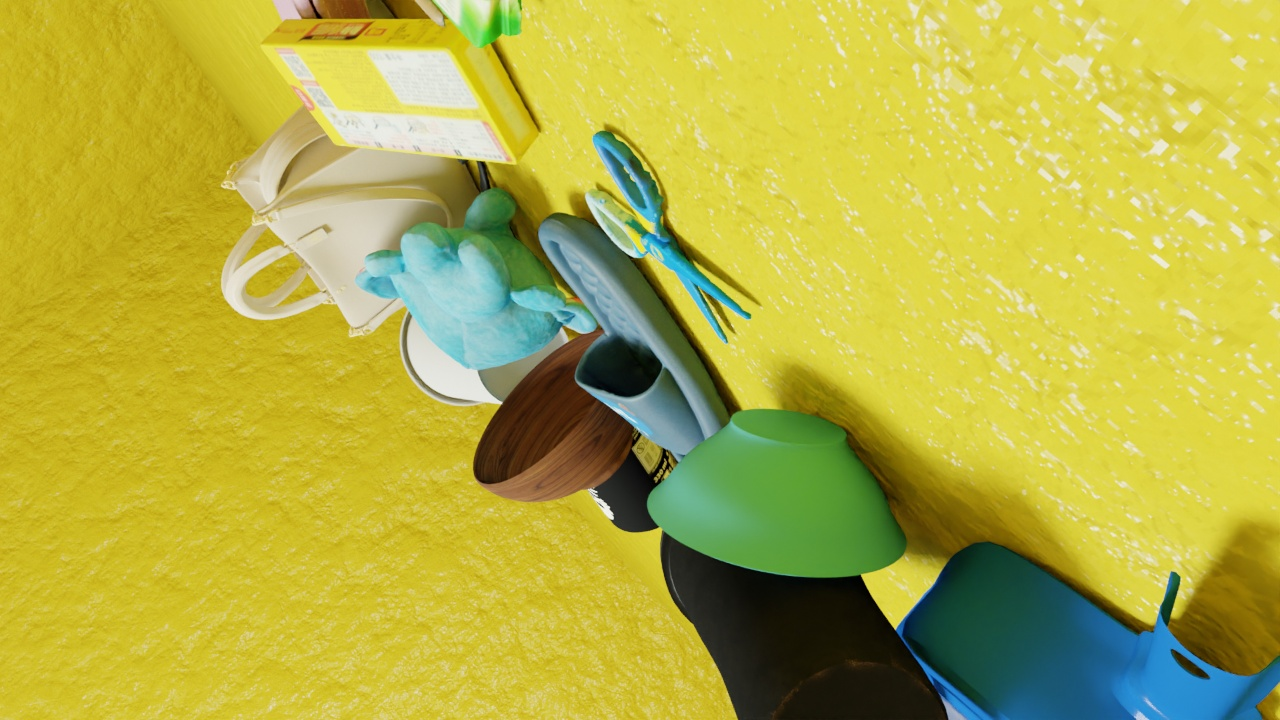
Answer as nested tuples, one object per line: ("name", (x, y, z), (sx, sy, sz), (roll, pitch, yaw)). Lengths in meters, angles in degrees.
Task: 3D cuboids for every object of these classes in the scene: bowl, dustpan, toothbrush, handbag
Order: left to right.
("handbag", (-0.224, -0.099, 0.697), (0.101, 0.197, 0.195), (44, 167, 26))
("toothbrush", (-0.109, -0.112, 0.687), (0.014, 0.017, 0.188), (42, 167, 24))
("bowl", (-0.048, 0.054, 0.683), (0.069, 0.147, 0.147), (45, 171, -23))
("bowl", (0.066, 0.052, 0.429), (0.121, 0.121, 0.046), (29, 117, 59))
("dustpan", (0.178, 0.140, 0.327), (0.245, 0.059, 0.257), (40, 175, 37))

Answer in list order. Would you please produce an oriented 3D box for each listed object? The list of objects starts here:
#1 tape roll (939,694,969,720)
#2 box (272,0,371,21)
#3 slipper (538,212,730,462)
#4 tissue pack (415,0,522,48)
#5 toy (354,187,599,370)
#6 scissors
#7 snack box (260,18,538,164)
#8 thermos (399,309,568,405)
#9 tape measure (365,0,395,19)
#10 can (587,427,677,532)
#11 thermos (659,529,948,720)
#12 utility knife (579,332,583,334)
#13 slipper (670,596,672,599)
("tape roll", (0.165, 0.194, 0.439), (0.094, 0.019, 0.094), (44, 175, 4))
("box", (-0.203, -0.248, 0.494), (0.098, 0.041, 0.233), (41, 161, 23))
("slipper", (-0.003, 0.003, 0.561), (0.104, 0.059, 0.214), (30, 156, 52))
("tissue pack", (-0.085, -0.182, 0.340), (0.114, 0.034, 0.100), (49, 165, 6))
("toy", (-0.117, -0.064, 0.644), (0.183, 0.114, 0.181), (12, 163, 3))
("scissors", (0.007, -0.056, 0.447), (0.125, 0.016, 0.125), (56, 170, -22))
("snack box", (-0.133, -0.148, 0.502), (0.152, 0.025, 0.075), (13, 151, 32))
("thermos", (-0.141, -0.012, 0.847), (0.131, 0.131, 0.222), (54, 164, -20))
("tape measure", (-0.168, -0.209, 0.594), (0.065, 0.016, 0.064), (52, 168, -10))
("can", (-0.020, 0.082, 0.803), (0.080, 0.080, 0.146), (36, 162, 49))
("thermos", (0.070, 0.124, 0.438), (0.106, 0.106, 0.218), (51, -177, -9))
("utility knife", (-0.107, -0.074, 0.791), (0.198, 0.020, 0.029), (39, 168, 33))
("slipper", (0.070, 0.173, 0.705), (0.103, 0.059, 0.213), (22, -168, -13))
